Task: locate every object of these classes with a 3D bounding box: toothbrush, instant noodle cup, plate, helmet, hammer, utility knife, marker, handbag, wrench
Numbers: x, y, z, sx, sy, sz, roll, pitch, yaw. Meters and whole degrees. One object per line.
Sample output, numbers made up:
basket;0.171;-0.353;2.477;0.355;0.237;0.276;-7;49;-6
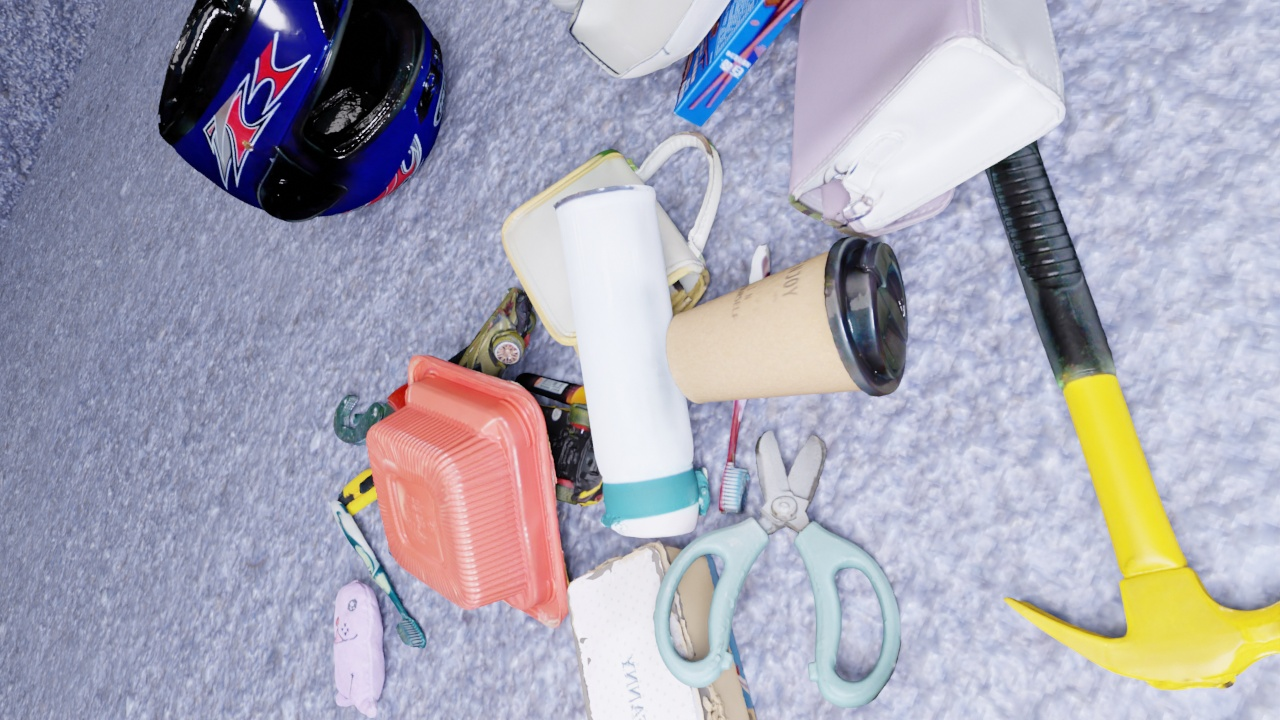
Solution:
toothbrush;-0.235;0.183;0.802;0.191;0.018;0.016;41;112;38
instant noodle cup;-0.129;0.101;0.660;0.165;0.078;0.189;13;117;45
plate;0.016;-0.305;0.734;0.162;0.034;0.265;-54;31;15
helmet;-0.310;-0.273;0.901;0.316;0.240;0.247;-21;60;46
hammer;0.225;0.010;0.464;0.129;0.032;0.300;-23;59;32
utility knife;-0.226;0.098;0.837;0.174;0.015;0.033;-34;57;27
marker;-0.059;0.026;0.721;0.124;0.015;0.018;13;57;46
handbag;0.158;-0.187;0.540;0.145;0.098;0.196;-35;39;47
wrench;-0.199;0.024;0.844;0.274;0.016;0.056;-23;63;34
handbag;-0.004;-0.093;0.699;0.179;0.063;0.163;-36;51;7
toothbrush;0.073;0.010;0.610;0.017;0.016;0.187;1;73;33

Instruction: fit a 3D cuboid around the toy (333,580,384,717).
toy;-0.238;0.240;0.771;0.084;0.038;0.108;-19;74;50

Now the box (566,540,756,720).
box;0.013;0.195;0.558;0.090;0.062;0.184;-31;53;28

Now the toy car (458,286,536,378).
toy car;-0.127;0.012;0.740;0.158;0.042;0.070;-61;9;20

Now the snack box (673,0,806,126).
snack box;0.078;-0.245;0.648;0.158;0.026;0.084;-42;29;52

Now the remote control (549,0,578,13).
remote control;-0.041;-0.395;0.872;0.056;0.019;0.135;20;87;44

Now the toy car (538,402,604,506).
toy car;-0.070;0.066;0.695;0.156;0.041;0.071;6;77;48

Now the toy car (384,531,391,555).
toy car;-0.183;0.108;0.768;0.037;0.054;0.120;12;87;-1

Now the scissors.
scissors;0.095;0.119;0.525;0.170;0.019;0.177;21;63;23

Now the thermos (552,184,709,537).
thermos;-0.004;0.003;0.597;0.073;0.073;0.224;-10;89;39

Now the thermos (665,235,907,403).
thermos;0.090;-0.016;0.549;0.144;0.093;0.093;-13;65;35
